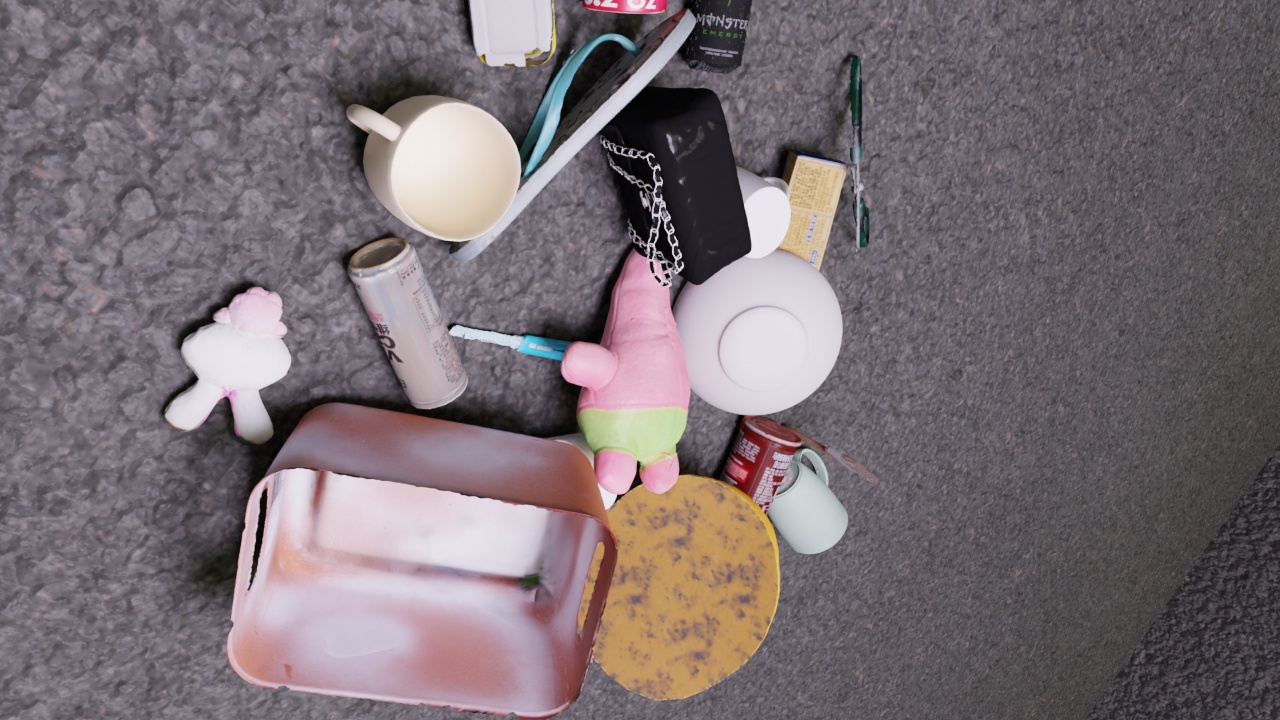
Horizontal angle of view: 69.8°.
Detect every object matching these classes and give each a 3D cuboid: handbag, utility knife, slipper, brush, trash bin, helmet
[{"bbox_3d":[0.011,-0.144,0.780,0.114,0.125,0.154,-36,129,-18],"label":"handbag"},{"bbox_3d":[-0.098,-0.011,0.840,0.176,0.015,0.022,8,99,-40],"label":"utility knife"},{"bbox_3d":[-0.068,-0.191,0.732,0.054,0.098,0.269,43,92,-21],"label":"slipper"},{"bbox_3d":[0.209,0.101,1.051,0.045,0.143,0.008,37,86,-35],"label":"brush"},{"bbox_3d":[-0.162,0.150,0.724,0.259,0.157,0.182,11,107,-11],"label":"trash bin"},{"bbox_3d":[0.057,0.225,0.989,0.256,0.205,0.131,-56,164,21],"label":"helmet"}]

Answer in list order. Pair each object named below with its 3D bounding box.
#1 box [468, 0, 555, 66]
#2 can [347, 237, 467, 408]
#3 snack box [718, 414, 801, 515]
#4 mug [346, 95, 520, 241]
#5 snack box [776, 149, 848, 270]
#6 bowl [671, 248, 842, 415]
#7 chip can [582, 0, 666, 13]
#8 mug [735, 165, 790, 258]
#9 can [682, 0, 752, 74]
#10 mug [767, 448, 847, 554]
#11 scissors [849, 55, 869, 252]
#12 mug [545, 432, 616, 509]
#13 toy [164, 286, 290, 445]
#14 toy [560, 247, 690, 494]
[{"bbox_3d":[-0.100,-0.321,0.658,0.067,0.070,0.210,-9,119,-12],"label":"box"},{"bbox_3d":[-0.185,-0.029,0.737,0.054,0.054,0.136,-31,129,-22],"label":"can"},{"bbox_3d":[0.129,0.132,1.055,0.072,0.072,0.121,11,106,-41],"label":"snack box"},{"bbox_3d":[-0.160,-0.149,0.664,0.120,0.100,0.096,31,90,-37],"label":"mug"},{"bbox_3d":[0.156,-0.109,0.950,0.056,0.057,0.207,11,109,-6],"label":"snack box"},{"bbox_3d":[0.118,-0.020,0.914,0.176,0.066,0.177,-1,110,-2],"label":"bowl"},{"bbox_3d":[-0.007,-0.378,0.683,0.069,0.069,0.221,-14,121,-32],"label":"chip can"},{"bbox_3d":[0.101,-0.148,0.874,0.114,0.088,0.081,-27,127,-25],"label":"mug"},{"bbox_3d":[0.071,-0.318,0.785,0.053,0.054,0.138,-8,117,-35],"label":"can"},{"bbox_3d":[0.198,0.162,1.127,0.104,0.084,0.111,51,50,-30],"label":"mug"},{"bbox_3d":[0.230,-0.198,0.965,0.203,0.015,0.201,37,55,-69],"label":"scissors"},{"bbox_3d":[-0.086,0.114,0.870,0.105,0.082,0.082,-8,117,-36],"label":"mug"},{"bbox_3d":[-0.298,0.003,0.678,0.079,0.038,0.123,18,101,-30],"label":"toy"},{"bbox_3d":[-0.005,0.005,0.854,0.191,0.097,0.236,15,77,-60],"label":"toy"}]
